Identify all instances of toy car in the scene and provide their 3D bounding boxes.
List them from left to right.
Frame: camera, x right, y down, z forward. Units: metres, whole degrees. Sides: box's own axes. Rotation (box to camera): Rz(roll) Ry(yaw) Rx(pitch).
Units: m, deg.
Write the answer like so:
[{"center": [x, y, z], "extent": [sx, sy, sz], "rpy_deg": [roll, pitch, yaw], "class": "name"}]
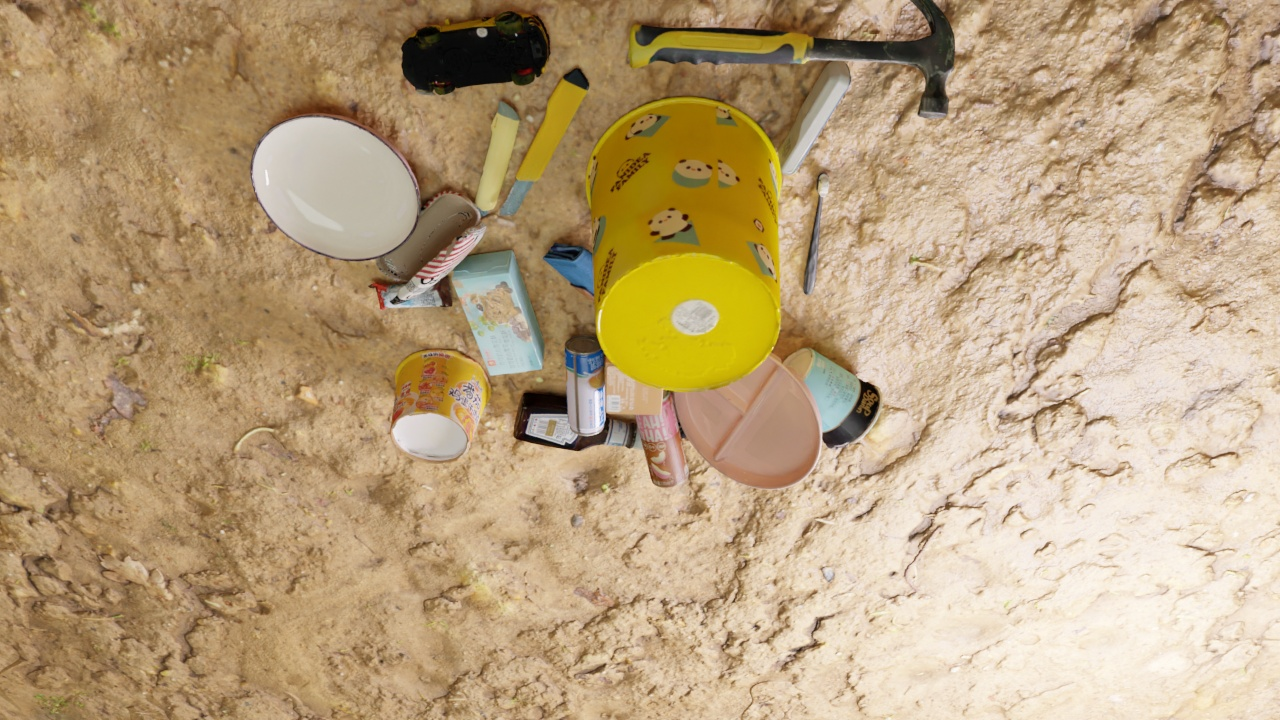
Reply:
[{"center": [-0.171, -0.319, 0.948], "extent": [0.156, 0.041, 0.071], "rpy_deg": [-7, 133, 6], "class": "toy car"}]

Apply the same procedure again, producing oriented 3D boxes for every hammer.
[{"center": [0.149, -0.317, 0.924], "extent": [0.323, 0.032, 0.126], "rpy_deg": [5, 95, 7], "class": "hammer"}]

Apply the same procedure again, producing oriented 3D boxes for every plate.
[{"center": [-0.347, -0.203, 1.061], "extent": [0.192, 0.039, 0.193], "rpy_deg": [2, 132, 2], "class": "plate"}, {"center": [0.146, 0.073, 1.252], "extent": [0.230, 0.028, 0.230], "rpy_deg": [21, 128, 29], "class": "plate"}]

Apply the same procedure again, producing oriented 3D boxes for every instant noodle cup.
[{"center": [-0.284, 0.070, 1.278], "extent": [0.138, 0.109, 0.138], "rpy_deg": [1, 133, 1], "class": "instant noodle cup"}, {"center": [0.249, 0.045, 1.255], "extent": [0.120, 0.111, 0.111], "rpy_deg": [36, 125, -18], "class": "instant noodle cup"}]

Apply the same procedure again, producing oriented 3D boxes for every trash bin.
[{"center": [0.047, -0.119, 0.989], "extent": [0.229, 0.254, 0.230], "rpy_deg": [1, 134, 1], "class": "trash bin"}]

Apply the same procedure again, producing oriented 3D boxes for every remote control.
[{"center": [0.185, -0.262, 0.990], "extent": [0.024, 0.048, 0.125], "rpy_deg": [18, 131, -13], "class": "remote control"}]

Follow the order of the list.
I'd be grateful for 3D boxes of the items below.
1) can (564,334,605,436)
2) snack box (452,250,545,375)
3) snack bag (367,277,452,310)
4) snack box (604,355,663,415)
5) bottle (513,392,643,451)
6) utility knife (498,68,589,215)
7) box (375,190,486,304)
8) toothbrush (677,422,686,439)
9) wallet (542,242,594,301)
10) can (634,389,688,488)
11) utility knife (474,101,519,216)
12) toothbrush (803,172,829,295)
[{"center": [-0.075, 0.035, 1.258], "extent": [0.053, 0.053, 0.135], "rpy_deg": [1, 120, 1], "class": "can"}, {"center": [-0.181, -0.059, 1.191], "extent": [0.074, 0.051, 0.175], "rpy_deg": [-7, 133, 7], "class": "snack box"}, {"center": [-0.297, -0.085, 1.187], "extent": [0.105, 0.026, 0.045], "rpy_deg": [-2, 125, 2], "class": "snack bag"}, {"center": [-0.007, 0.007, 1.221], "extent": [0.077, 0.094, 0.093], "rpy_deg": [2, 134, -1], "class": "snack box"}, {"center": [-0.085, 0.098, 1.346], "extent": [0.195, 0.044, 0.080], "rpy_deg": [11, 124, -11], "class": "bottle"}, {"center": [-0.113, -0.241, 1.038], "extent": [0.033, 0.015, 0.210], "rpy_deg": [22, 128, -20], "class": "utility knife"}, {"center": [-0.260, -0.140, 1.113], "extent": [0.163, 0.076, 0.088], "rpy_deg": [-37, 91, 31], "class": "box"}, {"center": [0.094, 0.081, 1.339], "extent": [0.213, 0.027, 0.026], "rpy_deg": [-33, 169, 27], "class": "toothbrush"}, {"center": [-0.050, -0.095, 1.131], "extent": [0.133, 0.106, 0.040], "rpy_deg": [38, 80, -28], "class": "wallet"}, {"center": [0.029, 0.111, 1.321], "extent": [0.058, 0.057, 0.147], "rpy_deg": [-9, 117, 10], "class": "can"}, {"center": [-0.169, -0.224, 1.056], "extent": [0.031, 0.018, 0.168], "rpy_deg": [18, 130, -10], "class": "utility knife"}, {"center": [0.214, -0.148, 1.123], "extent": [0.015, 0.018, 0.181], "rpy_deg": [-2, 135, -1], "class": "toothbrush"}]
